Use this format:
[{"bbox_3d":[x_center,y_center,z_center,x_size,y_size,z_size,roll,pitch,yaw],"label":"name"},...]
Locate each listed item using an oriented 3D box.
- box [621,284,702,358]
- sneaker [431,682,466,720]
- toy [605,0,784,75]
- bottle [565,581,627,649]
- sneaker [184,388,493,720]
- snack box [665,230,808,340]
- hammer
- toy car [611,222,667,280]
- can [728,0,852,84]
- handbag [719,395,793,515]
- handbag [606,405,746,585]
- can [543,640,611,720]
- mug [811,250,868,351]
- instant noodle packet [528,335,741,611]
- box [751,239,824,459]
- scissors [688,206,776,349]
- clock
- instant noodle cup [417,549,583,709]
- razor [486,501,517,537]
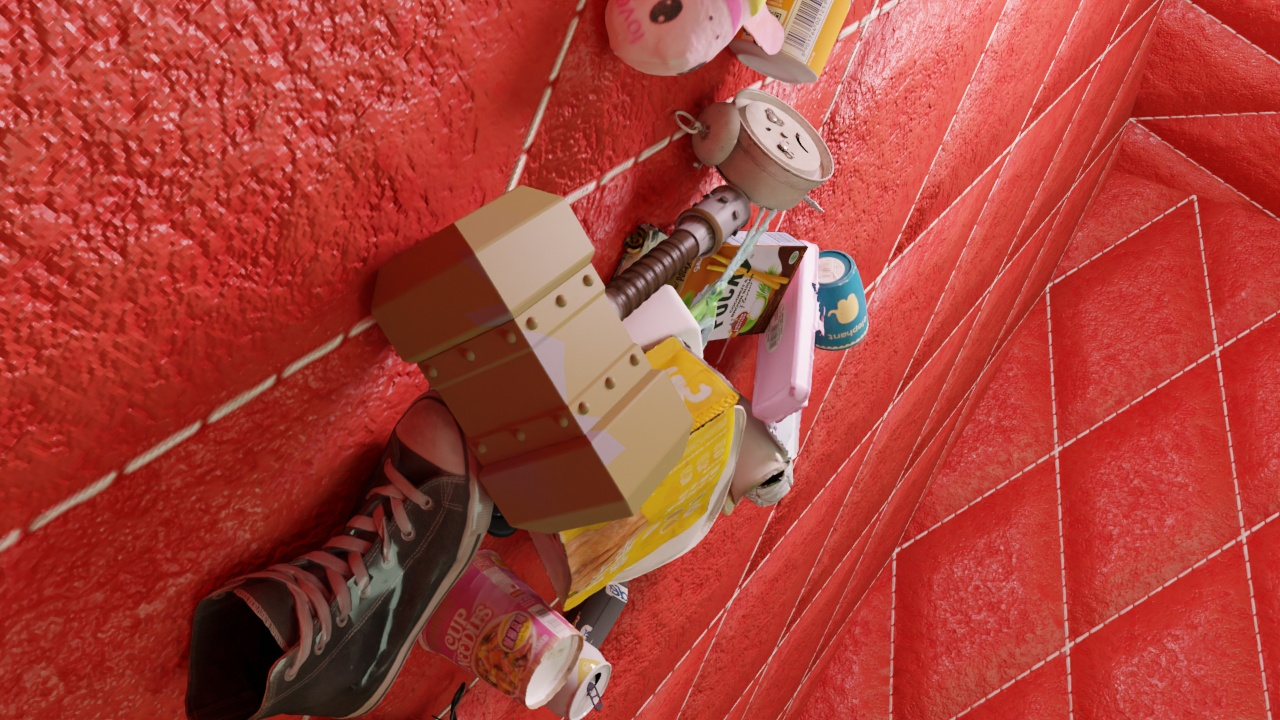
[{"bbox_3d":[0.000,0.010,0.734,0.102,0.076,0.107,-21,137,-15],"label":"box"},{"bbox_3d":[-0.172,0.341,0.754,0.142,0.101,0.238,-41,151,-28],"label":"sneaker"},{"bbox_3d":[0.067,-0.288,0.617,0.238,0.088,0.190,-57,158,-5],"label":"toy"},{"bbox_3d":[-0.045,0.260,0.966,0.112,0.047,0.047,-58,153,-10],"label":"bottle"},{"bbox_3d":[-0.179,0.119,0.560,0.235,0.095,0.119,-57,154,6],"label":"sneaker"},{"bbox_3d":[0.078,-0.070,0.859,0.185,0.031,0.101,-8,130,-51],"label":"snack box"},{"bbox_3d":[-0.004,-0.053,0.633,0.190,0.101,0.323,60,41,-12],"label":"hammer"},{"bbox_3d":[-0.004,-0.061,0.761,0.048,0.033,0.105,16,99,-61],"label":"toy car"},{"bbox_3d":[0.131,-0.298,0.727,0.079,0.079,0.142,7,108,-62],"label":"can"},{"bbox_3d":[0.110,0.118,1.041,0.123,0.112,0.171,-35,160,3],"label":"handbag"},{"bbox_3d":[-0.002,0.117,0.862,0.199,0.093,0.201,-25,137,-44],"label":"handbag"},{"bbox_3d":[-0.082,0.266,0.815,0.064,0.127,0.064,-41,146,-36],"label":"can"},{"bbox_3d":[0.215,-0.069,1.100,0.112,0.084,0.104,-26,138,-7],"label":"mug"},{"bbox_3d":[-0.009,0.109,0.730,0.162,0.084,0.222,-33,147,-21],"label":"instant noodle packet"},{"bbox_3d":[0.150,-0.014,0.965,0.150,0.073,0.201,93,6,-57],"label":"box"},{"bbox_3d":[0.062,-0.060,0.781,0.078,0.033,0.176,-6,132,-47],"label":"scissors"},{"bbox_3d":[0.088,-0.176,0.766,0.156,0.103,0.061,10,139,-34],"label":"clock"},{"bbox_3d":[-0.110,0.224,0.750,0.097,0.109,0.098,-40,145,-36],"label":"instant noodle cup"},{"bbox_3d":[-0.090,0.068,0.718,0.143,0.047,0.052,-65,158,-4],"label":"razor"}]
